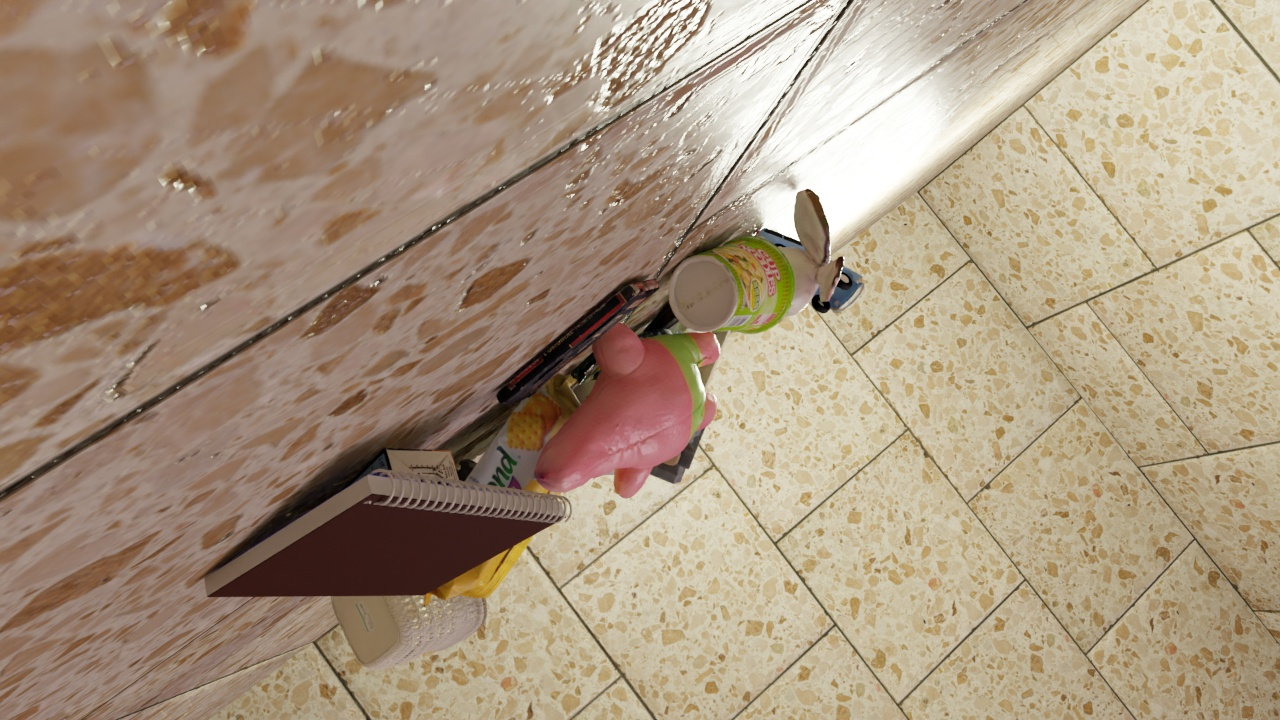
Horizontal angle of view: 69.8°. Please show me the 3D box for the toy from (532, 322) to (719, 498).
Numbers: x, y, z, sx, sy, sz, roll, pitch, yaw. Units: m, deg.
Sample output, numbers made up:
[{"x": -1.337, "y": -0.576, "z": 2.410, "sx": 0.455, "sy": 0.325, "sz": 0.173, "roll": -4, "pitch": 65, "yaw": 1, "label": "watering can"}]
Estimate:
[{"x": -0.012, "y": 0.054, "z": 0.852, "sx": 0.097, "sy": 0.192, "sz": 0.236, "roll": 18, "pitch": -144, "yaw": 37, "label": "toy"}]

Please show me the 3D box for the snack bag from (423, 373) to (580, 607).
[{"x": -0.127, "y": 0.135, "z": 0.905, "sx": 0.247, "sy": 0.068, "sz": 0.160, "roll": -56, "pitch": 173, "yaw": -13, "label": "snack bag"}]

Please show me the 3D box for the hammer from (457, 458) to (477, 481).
[{"x": -0.197, "y": 0.130, "z": 0.878, "sx": 0.098, "sy": 0.052, "sz": 0.329, "roll": -55, "pitch": 173, "yaw": -11, "label": "hammer"}]

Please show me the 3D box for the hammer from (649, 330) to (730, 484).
[{"x": 0.084, "y": -0.006, "z": 1.091, "sx": 0.118, "sy": 0.051, "sz": 0.321, "roll": 106, "pitch": 8, "yaw": -49, "label": "hammer"}]

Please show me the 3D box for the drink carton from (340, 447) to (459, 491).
[{"x": -0.198, "y": 0.115, "z": 0.694, "sx": 0.064, "sy": 0.040, "sz": 0.130, "roll": 9, "pitch": 140, "yaw": -47, "label": "drink carton"}]

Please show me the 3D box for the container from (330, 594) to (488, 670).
[{"x": -0.332, "y": 0.336, "z": 1.305, "sx": 0.142, "sy": 0.184, "sz": 0.247, "roll": -20, "pitch": 164, "yaw": -42, "label": "container"}]

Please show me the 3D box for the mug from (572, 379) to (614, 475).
[{"x": -0.042, "y": 0.080, "z": 1.036, "sx": 0.073, "sy": 0.089, "sz": 0.105, "roll": 5, "pitch": 155, "yaw": -24, "label": "mug"}]

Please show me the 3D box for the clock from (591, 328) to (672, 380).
[{"x": -0.006, "y": 0.006, "z": 1.072, "sx": 0.129, "sy": 0.052, "sz": 0.090, "roll": -14, "pitch": 161, "yaw": -31, "label": "clock"}]

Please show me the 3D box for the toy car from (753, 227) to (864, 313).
[{"x": 0.183, "y": -0.104, "z": 1.054, "sx": 0.056, "sy": 0.153, "sz": 0.054, "roll": -52, "pitch": -156, "yaw": 42, "label": "toy car"}]

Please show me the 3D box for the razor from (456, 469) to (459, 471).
[{"x": -0.225, "y": 0.138, "z": 1.029, "sx": 0.042, "sy": 0.022, "sz": 0.144, "roll": -60, "pitch": 169, "yaw": 5, "label": "razor"}]

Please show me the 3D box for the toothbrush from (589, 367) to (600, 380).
[{"x": -0.067, "y": 0.035, "z": 1.113, "sx": 0.135, "sy": 0.016, "sz": 0.021, "roll": -45, "pitch": -166, "yaw": -10, "label": "toothbrush"}]

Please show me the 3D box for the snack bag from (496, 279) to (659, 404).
[{"x": -0.051, "y": -0.016, "z": 0.771, "sx": 0.155, "sy": 0.018, "sz": 0.074, "roll": -38, "pitch": 177, "yaw": 18, "label": "snack bag"}]

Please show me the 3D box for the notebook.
[{"x": -0.174, "y": 0.135, "z": 0.678, "sx": 0.172, "sy": 0.022, "sz": 0.209, "roll": -31, "pitch": 154, "yaw": 21, "label": "notebook"}]

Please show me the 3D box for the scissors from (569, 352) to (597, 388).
[{"x": -0.108, "y": 0.053, "z": 1.046, "sx": 0.203, "sy": 0.015, "sz": 0.202, "roll": -43, "pitch": 178, "yaw": -14, "label": "scissors"}]

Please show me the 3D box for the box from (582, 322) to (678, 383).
[{"x": -0.032, "y": 0.017, "z": 1.229, "sx": 0.198, "sy": 0.075, "sz": 0.125, "roll": -39, "pitch": -166, "yaw": 40, "label": "box"}]

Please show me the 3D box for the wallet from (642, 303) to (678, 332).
[{"x": 0.066, "y": -0.073, "z": 1.101, "sx": 0.119, "sy": 0.031, "sz": 0.100, "roll": -36, "pitch": 180, "yaw": -27, "label": "wallet"}]

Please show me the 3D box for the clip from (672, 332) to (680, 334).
[{"x": 0.044, "y": -0.013, "z": 1.215, "sx": 0.126, "sy": 0.028, "sz": 0.113, "roll": -63, "pitch": -161, "yaw": -12, "label": "clip"}]

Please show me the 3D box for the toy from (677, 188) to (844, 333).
[{"x": 0.130, "y": -0.070, "z": 0.980, "sx": 0.206, "sy": 0.131, "sz": 0.105, "roll": -29, "pitch": 144, "yaw": 23, "label": "toy"}]

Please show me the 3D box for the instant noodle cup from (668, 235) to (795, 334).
[{"x": 0.082, "y": -0.068, "z": 0.870, "sx": 0.099, "sy": 0.099, "sz": 0.107, "roll": -39, "pitch": 168, "yaw": 29, "label": "instant noodle cup"}]
